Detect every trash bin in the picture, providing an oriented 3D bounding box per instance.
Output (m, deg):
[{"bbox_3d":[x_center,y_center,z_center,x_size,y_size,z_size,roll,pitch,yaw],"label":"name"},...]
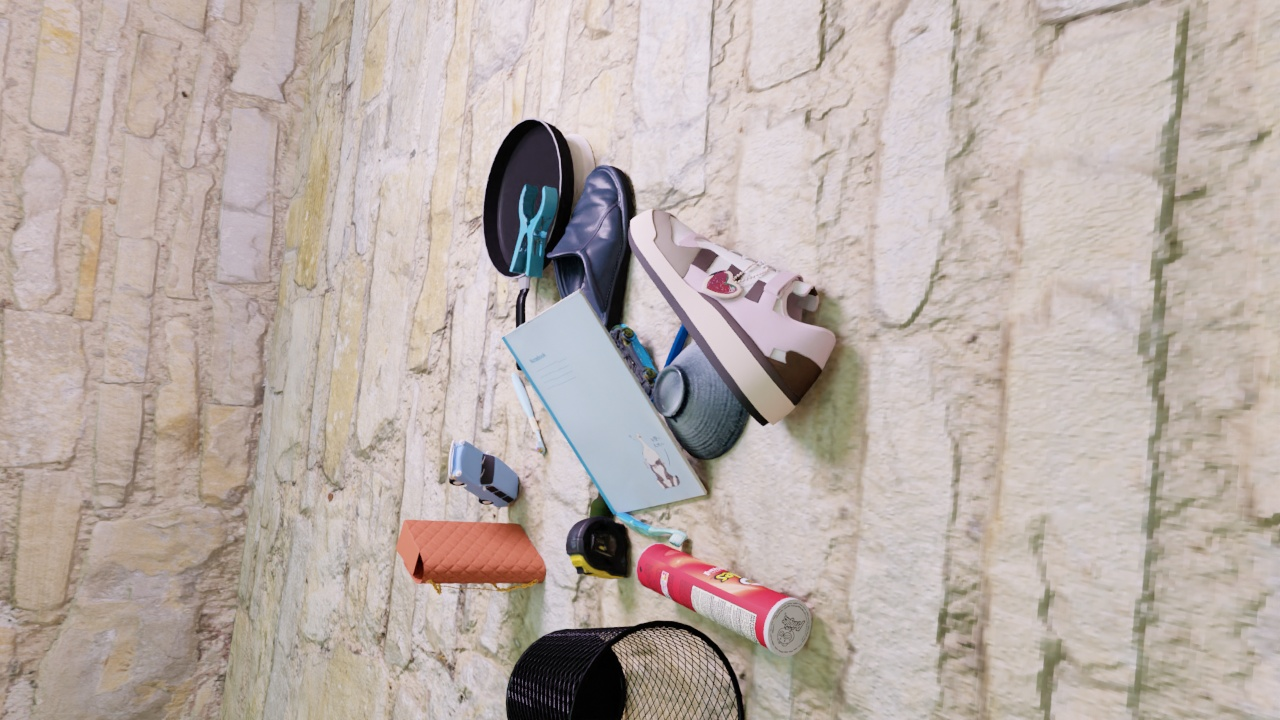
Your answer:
[{"bbox_3d":[-0.032,0.352,0.925,0.211,0.183,0.184,-21,66,59],"label":"trash bin"}]

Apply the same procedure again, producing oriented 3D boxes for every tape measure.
[{"bbox_3d":[-0.049,0.217,1.067,0.042,0.072,0.071,-20,64,57],"label":"tape measure"}]

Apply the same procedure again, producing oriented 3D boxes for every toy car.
[{"bbox_3d":[-0.006,0.006,1.084,0.048,0.032,0.105,-49,60,39],"label":"toy car"},{"bbox_3d":[-0.219,0.160,1.284,0.055,0.153,0.056,-9,61,17],"label":"toy car"}]

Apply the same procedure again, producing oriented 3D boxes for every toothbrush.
[{"bbox_3d":[-0.163,0.073,1.318,0.022,0.016,0.155,74,172,-49],"label":"toothbrush"},{"bbox_3d":[0.009,0.190,1.032,0.017,0.022,0.135,-52,28,-21],"label":"toothbrush"},{"bbox_3d":[0.055,-0.050,1.021,0.014,0.014,0.168,40,117,40],"label":"toothbrush"}]

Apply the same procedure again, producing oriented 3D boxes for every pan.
[{"bbox_3d":[-0.159,-0.161,1.286,0.226,0.034,0.356,-13,76,53],"label":"pan"}]

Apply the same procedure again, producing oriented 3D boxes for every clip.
[{"bbox_3d":[-0.153,-0.180,1.230,0.120,0.030,0.130,40,116,41],"label":"clip"}]

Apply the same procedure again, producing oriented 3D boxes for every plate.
[{"bbox_3d":[-0.126,-0.238,1.316,0.183,0.034,0.182,-17,69,54],"label":"plate"}]

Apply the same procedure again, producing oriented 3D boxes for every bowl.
[{"bbox_3d":[0.051,0.035,0.969,0.137,0.057,0.137,-18,68,54],"label":"bowl"}]

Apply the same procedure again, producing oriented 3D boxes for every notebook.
[{"bbox_3d":[-0.046,0.056,1.022,0.182,0.009,0.253,-24,100,53],"label":"notebook"}]

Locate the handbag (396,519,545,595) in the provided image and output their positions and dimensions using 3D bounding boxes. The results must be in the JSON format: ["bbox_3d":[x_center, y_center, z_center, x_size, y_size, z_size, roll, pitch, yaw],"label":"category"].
[{"bbox_3d":[-0.227,0.268,1.228,0.109,0.171,0.060,36,112,53],"label":"handbag"}]

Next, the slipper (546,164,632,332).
[{"bbox_3d":[-0.074,-0.128,1.170,0.109,0.083,0.265,-7,76,58],"label":"slipper"}]

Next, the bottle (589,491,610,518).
[{"bbox_3d":[-0.049,0.189,1.114,0.025,0.025,0.106,0,83,56],"label":"bottle"}]

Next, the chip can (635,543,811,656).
[{"bbox_3d":[0.073,0.228,0.898,0.215,0.051,0.052,7,89,57],"label":"chip can"}]

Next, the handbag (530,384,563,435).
[{"bbox_3d":[-0.086,0.023,1.128,0.122,0.067,0.106,53,145,34],"label":"handbag"}]

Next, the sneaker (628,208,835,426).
[{"bbox_3d":[0.090,-0.077,0.906,0.116,0.111,0.293,-39,48,9],"label":"sneaker"}]
